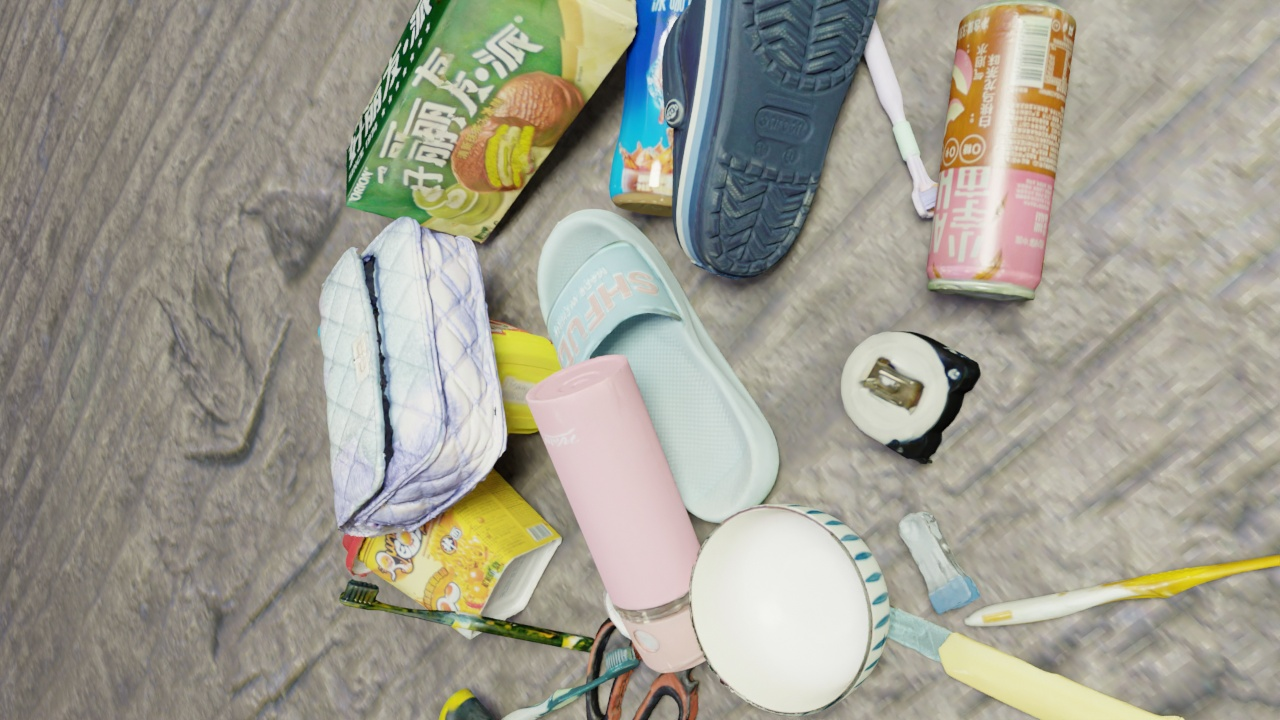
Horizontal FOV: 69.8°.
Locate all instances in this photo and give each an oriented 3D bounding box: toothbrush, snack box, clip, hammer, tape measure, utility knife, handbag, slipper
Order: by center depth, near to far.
[{"bbox_3d":[0.253,0.115,0.452,0.192,0.016,0.018,-23,83,33],"label":"toothbrush"},{"bbox_3d":[0.207,0.172,0.482,0.198,0.021,0.031,16,94,35],"label":"utility knife"},{"bbox_3d":[0.166,0.112,0.515,0.026,0.041,0.058,-37,63,33],"label":"clip"},{"bbox_3d":[0.149,0.016,0.522,0.066,0.033,0.066,32,105,33],"label":"tape measure"},{"bbox_3d":[0.144,-0.172,0.542,0.021,0.029,0.189,126,130,-67],"label":"toothbrush"},{"bbox_3d":[0.067,-0.177,0.546,0.095,0.105,0.253,31,120,51],"label":"slipper"},{"bbox_3d":[-0.004,0.004,0.612,0.104,0.074,0.245,-48,64,26],"label":"slipper"},{"bbox_3d":[-0.162,0.006,0.616,0.134,0.075,0.193,-39,53,33],"label":"handbag"},{"bbox_3d":[-0.021,0.336,0.620,0.323,0.031,0.126,33,108,28],"label":"hammer"},{"bbox_3d":[-0.113,0.178,0.631,0.017,0.185,0.012,-67,24,9],"label":"toothbrush"},{"bbox_3d":[-0.113,-0.185,0.638,0.241,0.114,0.063,-42,47,43],"label":"snack box"},{"bbox_3d":[-0.061,0.244,0.668,0.192,0.016,0.018,-40,50,38],"label":"toothbrush"},{"bbox_3d":[-0.113,0.008,0.685,0.080,0.091,0.082,30,104,41],"label":"snack box"}]

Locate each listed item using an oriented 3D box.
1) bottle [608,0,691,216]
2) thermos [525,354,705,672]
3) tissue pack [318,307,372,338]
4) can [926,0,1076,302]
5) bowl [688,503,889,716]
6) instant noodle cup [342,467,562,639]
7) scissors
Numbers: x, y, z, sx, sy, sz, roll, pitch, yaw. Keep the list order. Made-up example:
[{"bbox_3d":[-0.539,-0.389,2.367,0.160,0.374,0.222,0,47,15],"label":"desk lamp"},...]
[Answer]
[{"bbox_3d":[0.021,-0.208,0.606,0.065,0.065,0.218,8,93,37],"label":"bottle"},{"bbox_3d":[-0.012,0.099,0.575,0.087,0.067,0.199,-4,113,43],"label":"thermos"},{"bbox_3d":[-0.207,0.026,0.745,0.140,0.063,0.090,51,159,27],"label":"tissue pack"},{"bbox_3d":[0.188,-0.107,0.482,0.058,0.057,0.147,9,93,37],"label":"can"},{"bbox_3d":[0.094,0.140,0.537,0.117,0.066,0.116,-2,86,38],"label":"bowl"},{"bbox_3d":[-0.137,0.133,0.690,0.124,0.115,0.116,35,108,20],"label":"instant noodle cup"},{"bbox_3d":[-0.012,0.286,0.642,0.198,0.015,0.205,-25,74,33],"label":"scissors"}]
